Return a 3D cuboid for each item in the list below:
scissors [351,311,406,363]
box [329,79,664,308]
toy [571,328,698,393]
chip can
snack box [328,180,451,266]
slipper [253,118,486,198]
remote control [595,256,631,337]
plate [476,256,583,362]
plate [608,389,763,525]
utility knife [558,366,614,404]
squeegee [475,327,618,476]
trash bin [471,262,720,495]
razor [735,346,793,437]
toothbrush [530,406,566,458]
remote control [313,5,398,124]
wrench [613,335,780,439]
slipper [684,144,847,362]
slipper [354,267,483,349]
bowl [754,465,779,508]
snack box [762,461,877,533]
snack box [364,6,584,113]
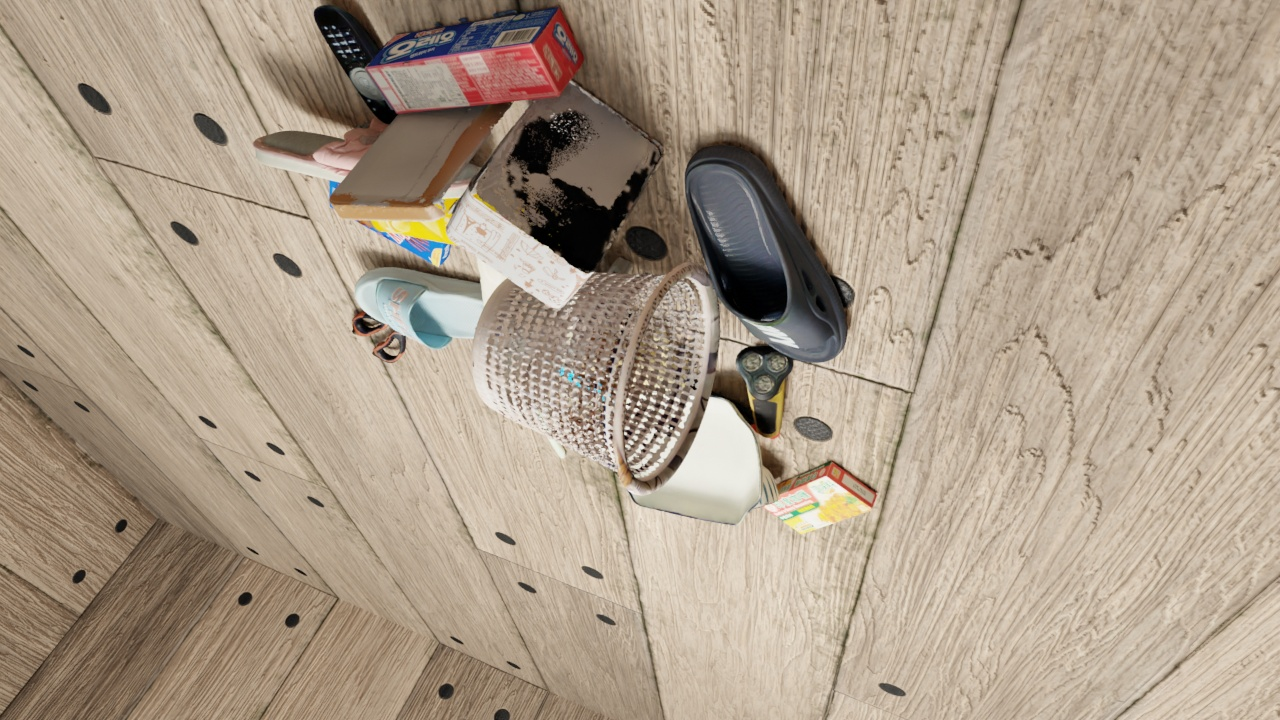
[{"bbox_3d":[-0.366,-0.061,1.330,0.197,0.015,0.206,19,141,20],"label":"scissors"},{"bbox_3d":[-0.130,-0.173,0.835,0.274,0.178,0.125,21,147,10],"label":"box"},{"bbox_3d":[-0.006,0.006,1.063,0.157,0.066,0.105,12,130,-31],"label":"toy"},{"bbox_3d":[-0.188,-0.157,0.992,0.213,0.071,0.072,12,145,19],"label":"chip can"},{"bbox_3d":[-0.299,-0.180,1.099,0.157,0.026,0.085,29,148,-1],"label":"snack box"},{"bbox_3d":[-0.284,-0.218,0.962,0.275,0.113,0.054,14,118,18],"label":"slipper"},{"bbox_3d":[-0.038,-0.058,1.044,0.019,0.056,0.135,26,149,6],"label":"remote control"},{"bbox_3d":[-0.120,-0.079,1.072,0.164,0.034,0.164,26,139,24],"label":"plate"},{"bbox_3d":[0.058,0.115,1.151,0.266,0.034,0.162,1,101,48],"label":"plate"},{"bbox_3d":[-0.113,0.003,1.190,0.216,0.018,0.034,30,149,-23],"label":"utility knife"},{"bbox_3d":[-0.129,0.028,1.194,0.247,0.040,0.250,47,172,-15],"label":"squeegee"},{"bbox_3d":[-0.050,0.000,0.912,0.192,0.226,0.228,14,146,24],"label":"trash bin"},{"bbox_3d":[0.143,0.042,1.045,0.062,0.067,0.168,1,149,11],"label":"razor"},{"bbox_3d":[-0.151,0.091,1.380,0.020,0.029,0.190,-24,135,3],"label":"toothbrush"},{"bbox_3d":[-0.275,-0.296,0.916,0.053,0.024,0.136,7,144,29],"label":"remote control"},{"bbox_3d":[0.050,0.030,1.139,0.273,0.016,0.056,26,152,4],"label":"wrench"},{"bbox_3d":[0.109,-0.078,0.879,0.111,0.083,0.268,2,138,39],"label":"slipper"},{"bbox_3d":[-0.266,-0.057,1.197,0.246,0.074,0.104,8,144,21],"label":"slipper"},{"bbox_3d":[0.119,0.161,1.205,0.117,0.116,0.066,-14,86,48],"label":"bowl"},{"bbox_3d":[0.230,0.183,1.206,0.077,0.027,0.156,36,148,-10],"label":"snack box"},{"bbox_3d":[-0.154,-0.269,0.831,0.208,0.057,0.058,5,144,33],"label":"snack box"}]
